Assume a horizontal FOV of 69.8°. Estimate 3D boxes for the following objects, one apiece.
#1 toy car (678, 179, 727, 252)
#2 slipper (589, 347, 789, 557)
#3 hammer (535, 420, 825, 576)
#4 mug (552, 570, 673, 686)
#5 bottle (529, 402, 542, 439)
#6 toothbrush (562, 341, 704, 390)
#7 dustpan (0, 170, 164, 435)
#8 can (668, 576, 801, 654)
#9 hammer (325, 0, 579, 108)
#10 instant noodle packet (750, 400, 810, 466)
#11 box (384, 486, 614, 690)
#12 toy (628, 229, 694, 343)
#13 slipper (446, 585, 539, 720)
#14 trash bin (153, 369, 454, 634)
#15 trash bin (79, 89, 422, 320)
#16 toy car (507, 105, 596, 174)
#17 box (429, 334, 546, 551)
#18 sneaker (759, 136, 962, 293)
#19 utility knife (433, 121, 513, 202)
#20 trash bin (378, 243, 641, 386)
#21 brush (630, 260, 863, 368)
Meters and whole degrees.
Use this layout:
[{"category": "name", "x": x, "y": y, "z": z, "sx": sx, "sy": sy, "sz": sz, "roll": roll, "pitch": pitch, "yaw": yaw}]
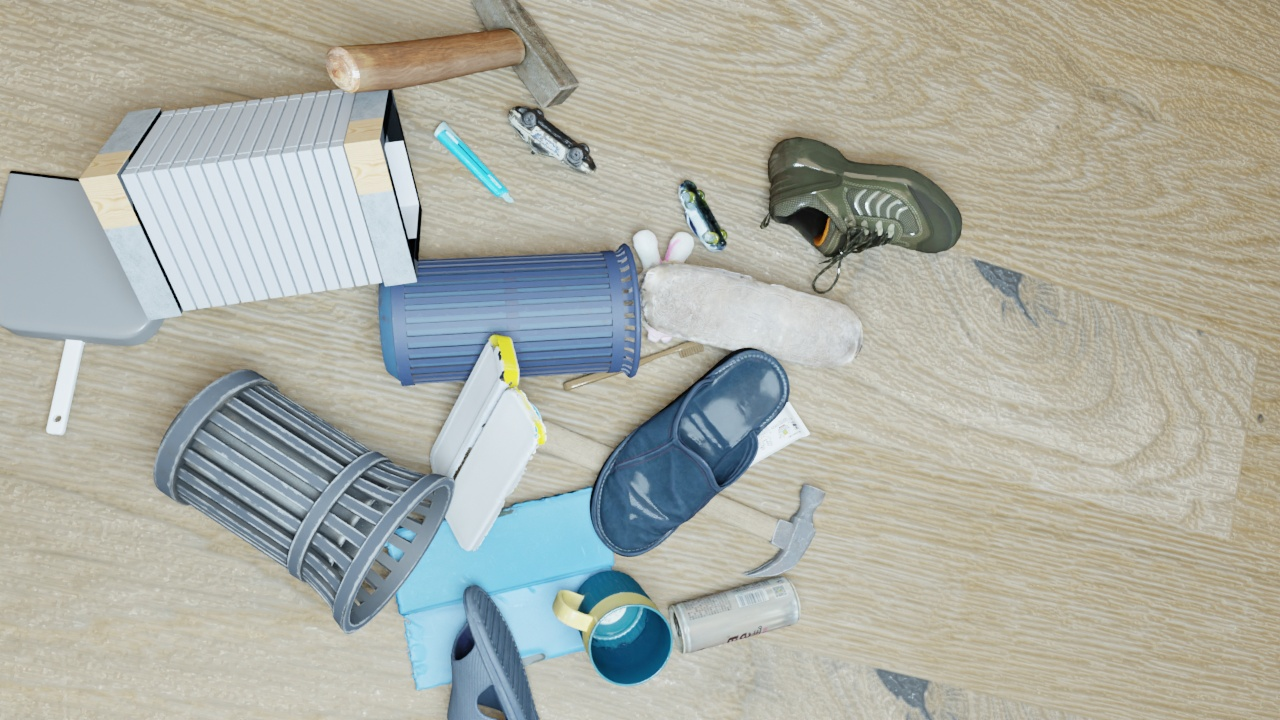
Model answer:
[{"category": "toy car", "x": 0.067, "y": -0.162, "z": 1.040, "sx": 0.027, "sy": 0.038, "sz": 0.090, "roll": -30, "pitch": 89, "yaw": 29}, {"category": "slipper", "x": 0.052, "y": 0.095, "z": 0.941, "sx": 0.265, "sy": 0.083, "sz": 0.109, "roll": -45, "pitch": 96, "yaw": -1}, {"category": "hammer", "x": 0.040, "y": 0.141, "z": 1.008, "sx": 0.331, "sy": 0.031, "sz": 0.119, "roll": 23, "pitch": 81, "yaw": -8}, {"category": "mug", "x": -0.035, "y": 0.259, "z": 0.921, "sx": 0.113, "sy": 0.107, "sz": 0.083, "roll": 24, "pitch": 92, "yaw": -16}, {"category": "bottle", "x": -0.125, "y": 0.064, "z": 0.923, "sx": 0.051, "sy": 0.146, "sz": 0.051, "roll": 1, "pitch": 84, "yaw": -11}, {"category": "toothbrush", "x": -0.006, "y": 0.006, "z": 1.019, "sx": 0.166, "sy": 0.016, "sz": 0.016, "roll": -18, "pitch": 87, "yaw": -12}, {"category": "dustpan", "x": -0.562, "y": -0.055, "z": 0.915, "sx": 0.163, "sy": 0.033, "sz": 0.257, "roll": 6, "pitch": 74, "yaw": -10}, {"category": "can", "x": 0.103, "y": 0.275, "z": 0.994, "sx": 0.135, "sy": 0.054, "sz": 0.054, "roll": -12, "pitch": 87, "yaw": -12}, {"category": "hammer", "x": -0.193, "y": -0.308, "z": 0.909, "sx": 0.158, "sy": 0.037, "sz": 0.299, "roll": 54, "pitch": 37, "yaw": -2}, {"category": "instant noodle packet", "x": 0.114, "y": 0.075, "z": 1.017, "sx": 0.134, "sy": 0.026, "sz": 0.087, "roll": -28, "pitch": 79, "yaw": -21}, {"category": "box", "x": -0.138, "y": 0.238, "z": 0.966, "sx": 0.231, "sy": 0.033, "sz": 0.174, "roll": -12, "pitch": 90, "yaw": -11}, {"category": "toy", "x": 0.024, "y": -0.081, "z": 1.022, "sx": 0.076, "sy": 0.037, "sz": 0.125, "roll": 0, "pitch": 91, "yaw": -15}, {"category": "slipper", "x": -0.146, "y": 0.356, "z": 0.909, "sx": 0.082, "sy": 0.101, "sz": 0.263, "roll": -20, "pitch": 99, "yaw": -5}, {"category": "trash bin", "x": -0.318, "y": 0.122, "z": 0.862, "sx": 0.227, "sy": 0.164, "sz": 0.164, "roll": 31, "pitch": 79, "yaw": 7}, {"category": "trash bin", "x": -0.346, "y": -0.153, "z": 0.860, "sx": 0.247, "sy": 0.142, "sz": 0.143, "roll": -9, "pitch": 128, "yaw": -4}, {"category": "toy car", "x": -0.098, "y": -0.238, "z": 1.011, "sx": 0.113, "sy": 0.048, "sz": 0.041, "roll": 36, "pitch": 111, "yaw": -5}, {"category": "box", "x": -0.152, "y": 0.083, "z": 0.883, "sx": 0.034, "sy": 0.210, "sz": 0.129, "roll": -2, "pitch": 52, "yaw": -37}, {"category": "sneaker", "x": 0.244, "y": -0.148, "z": 1.031, "sx": 0.238, "sy": 0.101, "sz": 0.142, "roll": 20, "pitch": 71, "yaw": -3}, {"category": "utility knife", "x": -0.181, "y": -0.215, "z": 1.008, "sx": 0.116, "sy": 0.016, "sz": 0.022, "roll": 44, "pitch": 49, "yaw": -5}, {"category": "trash bin", "x": -0.134, "y": -0.044, "z": 0.939, "sx": 0.249, "sy": 0.139, "sz": 0.139, "roll": -4, "pitch": 85, "yaw": -9}, {"category": "brush", "x": 0.121, "y": -0.048, "z": 1.006, "sx": 0.271, "sy": 0.057, "sz": 0.083, "roll": 11, "pitch": 92, "yaw": -19}]
